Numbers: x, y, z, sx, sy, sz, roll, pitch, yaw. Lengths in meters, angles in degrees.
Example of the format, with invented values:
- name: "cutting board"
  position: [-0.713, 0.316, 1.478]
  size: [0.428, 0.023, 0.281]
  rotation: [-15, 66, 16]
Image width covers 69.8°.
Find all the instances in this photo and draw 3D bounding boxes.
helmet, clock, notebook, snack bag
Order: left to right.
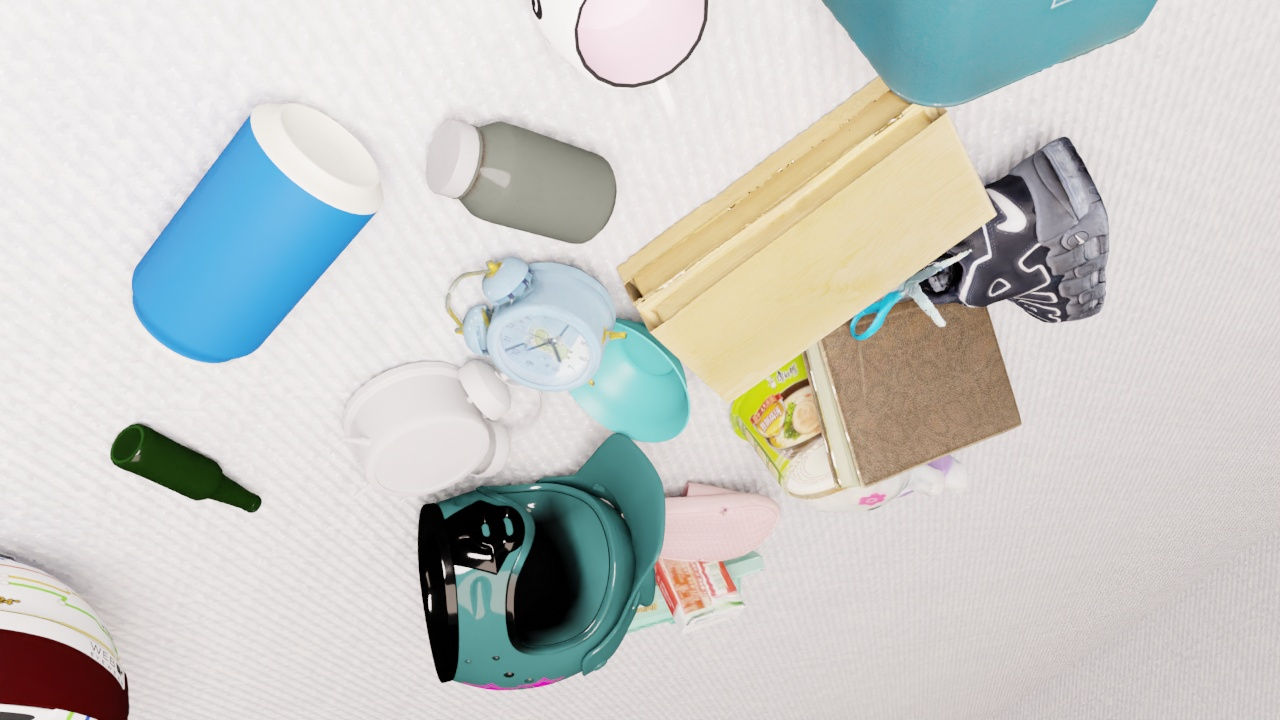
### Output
- name: "helmet"
  position: [-0.473, 0.245, 0.612]
  size: [0.230, 0.235, 0.316]
  rotation: [8, 140, -32]
- name: "clock"
  position: [-0.152, 0.049, 0.713]
  size: [0.159, 0.061, 0.120]
  rotation: [-15, 143, -21]
- name: "clock"
  position: [-0.076, -0.027, 0.648]
  size: [0.124, 0.051, 0.089]
  rotation: [24, 133, -13]
- name: "helmet"
  position: [-0.081, 0.180, 0.801]
  size: [0.200, 0.176, 0.276]
  rotation: [-7, 149, -20]
- name: "snack bag"
  position: [0.057, 0.240, 1.017]
  size: [0.077, 0.115, 0.036]
  rotation: [-10, 141, -25]
- name: "notebook"
  position: [0.235, -0.001, 0.814]
  size: [0.215, 0.190, 0.035]
  rotation: [-14, 179, -29]

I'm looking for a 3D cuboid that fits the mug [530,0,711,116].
- name: "mug"
  position: [-0.007, -0.184, 0.487]
  size: [0.090, 0.076, 0.124]
  rotation: [-27, 144, 3]

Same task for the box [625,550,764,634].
- name: "box"
  position: [0.049, 0.281, 1.090]
  size: [0.187, 0.078, 0.113]
  rotation: [-9, 118, -19]

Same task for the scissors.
- name: "scissors"
  position: [0.208, -0.068, 0.723]
  size: [0.014, 0.127, 0.128]
  rotation: [19, 153, -23]

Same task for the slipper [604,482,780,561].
- name: "slipper"
  position: [0.047, 0.168, 0.973]
  size: [0.221, 0.055, 0.107]
  rotation: [4, 135, -18]

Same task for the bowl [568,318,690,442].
- name: "bowl"
  position: [-0.005, 0.004, 0.727]
  size: [0.046, 0.121, 0.121]
  rotation: [-50, 162, -39]

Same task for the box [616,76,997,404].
- name: "box"
  position: [0.123, -0.085, 0.681]
  size: [0.249, 0.091, 0.128]
  rotation: [-36, 146, 13]

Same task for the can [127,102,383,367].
- name: "can"
  position: [-0.214, -0.068, 0.509]
  size: [0.146, 0.079, 0.079]
  rotation: [-42, 141, 21]

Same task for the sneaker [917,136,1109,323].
- name: "sneaker"
  position: [0.306, -0.078, 0.786]
  size: [0.151, 0.097, 0.252]
  rotation: [-18, 156, 16]

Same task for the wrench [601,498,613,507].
- name: "wrench"
  position: [-0.085, 0.208, 0.964]
  size: [0.047, 0.009, 0.274]
  rotation: [33, 129, 1]

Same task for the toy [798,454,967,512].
- name: "toy"
  position: [0.261, 0.120, 1.000]
  size: [0.209, 0.085, 0.138]
  rotation: [5, 168, -43]

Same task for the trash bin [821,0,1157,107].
- name: "trash bin"
  position: [0.166, -0.259, 0.413]
  size: [0.196, 0.199, 0.219]
  rotation: [-23, 150, -3]

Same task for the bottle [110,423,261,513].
- name: "bottle"
  position: [-0.326, 0.085, 0.673]
  size: [0.033, 0.033, 0.123]
  rotation: [-30, 144, 6]

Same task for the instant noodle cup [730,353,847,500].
- name: "instant noodle cup"
  position: [0.169, 0.061, 0.874]
  size: [0.146, 0.097, 0.146]
  rotation: [-16, 143, -13]

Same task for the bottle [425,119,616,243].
- name: "bottle"
  position: [-0.071, -0.109, 0.557]
  size: [0.108, 0.060, 0.060]
  rotation: [10, 131, -38]
